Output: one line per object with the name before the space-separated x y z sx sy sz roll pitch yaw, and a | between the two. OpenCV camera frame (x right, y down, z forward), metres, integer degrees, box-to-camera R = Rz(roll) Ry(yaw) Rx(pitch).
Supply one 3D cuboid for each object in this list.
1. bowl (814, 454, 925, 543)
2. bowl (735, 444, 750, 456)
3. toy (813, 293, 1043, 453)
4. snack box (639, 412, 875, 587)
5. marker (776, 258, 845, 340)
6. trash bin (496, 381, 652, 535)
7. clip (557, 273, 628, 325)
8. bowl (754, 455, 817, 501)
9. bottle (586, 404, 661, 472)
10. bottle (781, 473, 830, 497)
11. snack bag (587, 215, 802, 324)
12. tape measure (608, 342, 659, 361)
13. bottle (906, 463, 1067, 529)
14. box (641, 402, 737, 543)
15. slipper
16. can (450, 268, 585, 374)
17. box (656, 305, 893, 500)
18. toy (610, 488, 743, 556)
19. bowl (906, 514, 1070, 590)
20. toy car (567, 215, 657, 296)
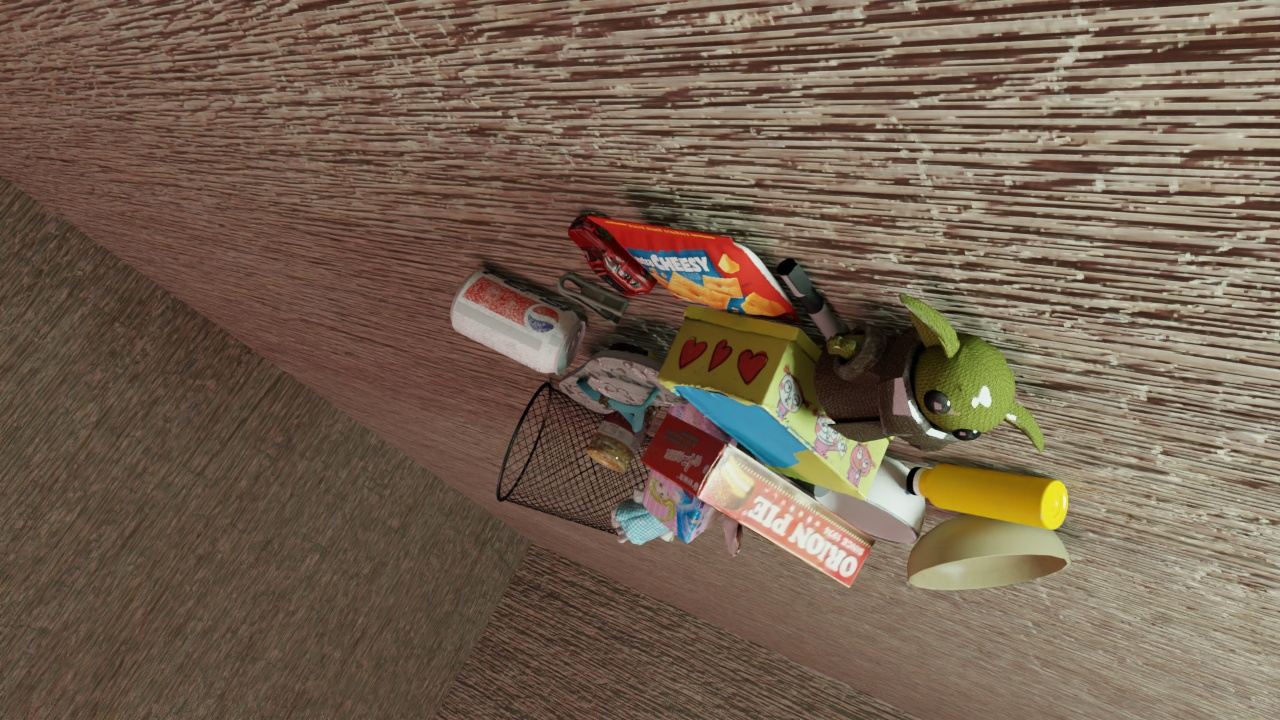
bowl | 0.245 0.137 0.955 0.113 0.063 0.113 27 162 9
bowl | 0.105 0.123 1.164 0.110 0.040 0.110 28 164 8
toy | 0.201 0.022 0.684 0.179 0.078 0.153 41 157 -25
snack box | 0.120 0.142 0.927 0.236 0.060 0.113 35 174 -31
marker | 0.146 -0.032 0.725 0.016 0.016 0.140 11 155 45
trash bin | -0.071 0.154 1.314 0.210 0.183 0.184 21 161 6
clip | -0.050 -0.064 0.924 0.076 0.023 0.059 28 161 -4
bowl | 0.181 0.141 1.074 0.137 0.057 0.137 26 162 9
bottle | -0.018 0.080 1.128 0.056 0.105 0.056 26 162 9
bottle | 0.147 0.100 0.939 0.113 0.030 0.030 32 169 45
snack bag | 0.047 -0.073 0.722 0.131 0.039 0.144 15 166 36
tape measure | -0.006 0.006 1.021 0.066 0.037 0.064 10 155 40
bottle | 0.312 0.121 0.843 0.043 0.043 0.144 40 159 -31
box | 0.063 0.105 1.036 0.084 0.053 0.231 39 138 24
slipper | -0.035 0.038 1.003 0.098 0.054 0.269 36 161 -18
can | -0.136 -0.042 1.021 0.136 0.078 0.078 25 162 11
box | 0.126 0.039 0.817 0.125 0.080 0.221 13 160 44
toy | 0.048 0.194 1.185 0.206 0.105 0.131 -22 93 34
bowl | 0.340 0.187 0.912 0.152 0.050 0.152 -2 154 -1
toy car | -0.025 -0.091 0.797 0.091 0.036 0.042 44 159 -24
